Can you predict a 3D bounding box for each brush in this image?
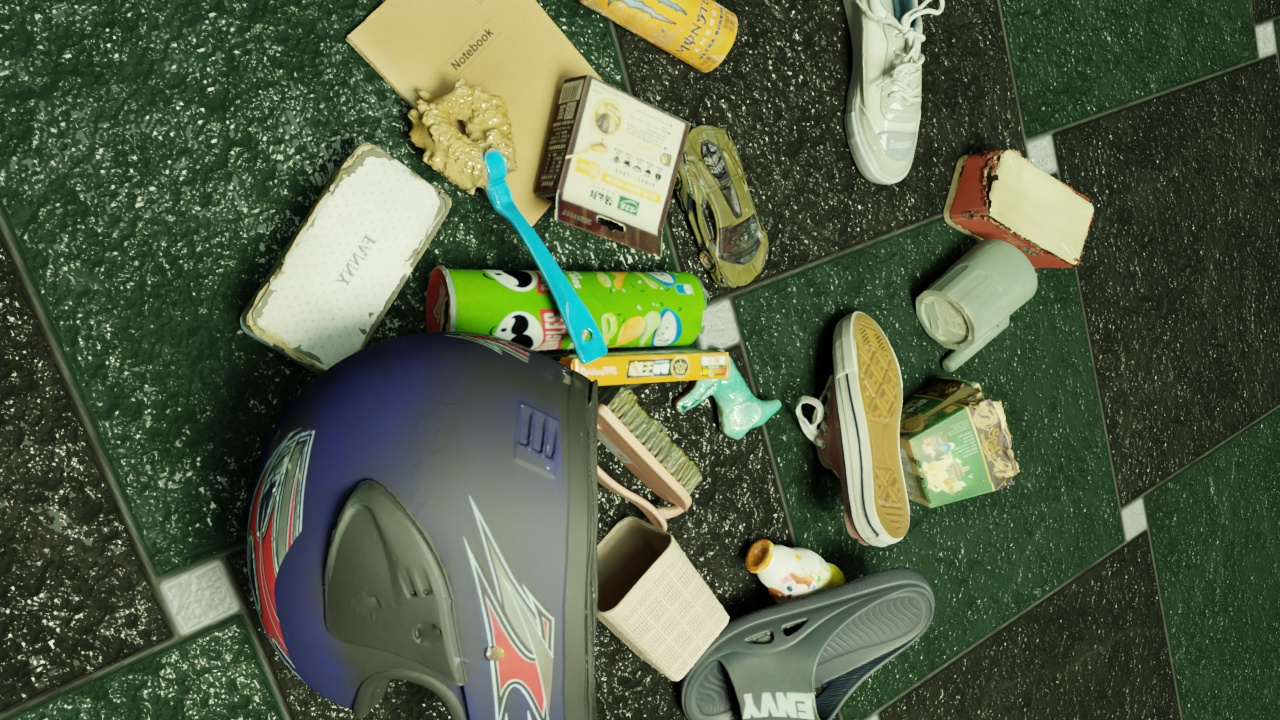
[{"bbox_3d":[-0.098,-0.111,0.724,0.083,0.046,0.254,-28,85,-31],"label":"brush"},{"bbox_3d":[-0.006,0.089,0.822,0.145,0.063,0.073,48,67,-24],"label":"brush"}]

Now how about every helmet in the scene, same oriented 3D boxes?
[{"bbox_3d":[-0.148,0.137,0.652,0.240,0.247,0.315,0,100,0],"label":"helmet"}]

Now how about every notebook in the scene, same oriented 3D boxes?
[{"bbox_3d":[-0.119,-0.236,0.772,0.207,0.008,0.147,46,72,-23],"label":"notebook"}]

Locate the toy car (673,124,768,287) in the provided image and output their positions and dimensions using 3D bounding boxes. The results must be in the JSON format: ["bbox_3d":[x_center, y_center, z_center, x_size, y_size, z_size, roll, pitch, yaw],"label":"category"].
[{"bbox_3d":[0.077,-0.144,0.864,0.070,0.042,0.158,-31,109,-22],"label":"toy car"}]

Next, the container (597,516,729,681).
[{"bbox_3d":[0.010,0.215,0.824,0.089,0.090,0.111,-46,115,-18],"label":"container"}]

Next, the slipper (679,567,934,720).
[{"bbox_3d":[0.165,0.284,0.867,0.268,0.083,0.111,-23,117,-3],"label":"slipper"}]

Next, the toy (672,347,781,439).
[{"bbox_3d":[0.080,0.035,0.884,0.096,0.030,0.092,-34,103,-14],"label":"toy"}]

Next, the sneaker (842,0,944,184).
[{"bbox_3d":[0.259,-0.302,0.922,0.089,0.091,0.242,-11,99,-26],"label":"sneaker"}]

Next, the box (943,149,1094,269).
[{"bbox_3d":[0.433,-0.169,1.028,0.168,0.080,0.091,20,84,-28],"label":"box"}]

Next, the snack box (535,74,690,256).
[{"bbox_3d":[-0.024,-0.165,0.793,0.113,0.053,0.125,15,90,-34],"label":"snack box"}]

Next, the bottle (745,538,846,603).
[{"bbox_3d":[0.154,0.216,0.913,0.108,0.063,0.063,34,77,-25],"label":"bottle"}]

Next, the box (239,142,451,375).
[{"bbox_3d":[-0.226,-0.069,0.699,0.089,0.059,0.184,36,78,-24],"label":"box"}]

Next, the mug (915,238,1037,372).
[{"bbox_3d":[0.367,-0.056,1.008,0.103,0.084,0.124,-36,133,-21],"label":"mug"}]

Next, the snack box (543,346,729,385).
[{"bbox_3d":[-0.005,0.005,0.808,0.153,0.075,0.026,-3,95,-28],"label":"snack box"}]

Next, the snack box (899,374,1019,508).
[{"bbox_3d":[0.314,0.091,0.973,0.105,0.117,0.118,-22,101,-13],"label":"snack box"}]

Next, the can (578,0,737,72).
[{"bbox_3d":[0.014,-0.312,0.809,0.146,0.058,0.058,20,83,-28],"label":"can"}]

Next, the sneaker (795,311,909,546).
[{"bbox_3d":[0.210,0.069,0.923,0.118,0.088,0.240,18,63,-40],"label":"sneaker"}]

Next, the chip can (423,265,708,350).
[{"bbox_3d":[-0.059,-0.043,0.780,0.235,0.072,0.072,-2,94,-29],"label":"chip can"}]
